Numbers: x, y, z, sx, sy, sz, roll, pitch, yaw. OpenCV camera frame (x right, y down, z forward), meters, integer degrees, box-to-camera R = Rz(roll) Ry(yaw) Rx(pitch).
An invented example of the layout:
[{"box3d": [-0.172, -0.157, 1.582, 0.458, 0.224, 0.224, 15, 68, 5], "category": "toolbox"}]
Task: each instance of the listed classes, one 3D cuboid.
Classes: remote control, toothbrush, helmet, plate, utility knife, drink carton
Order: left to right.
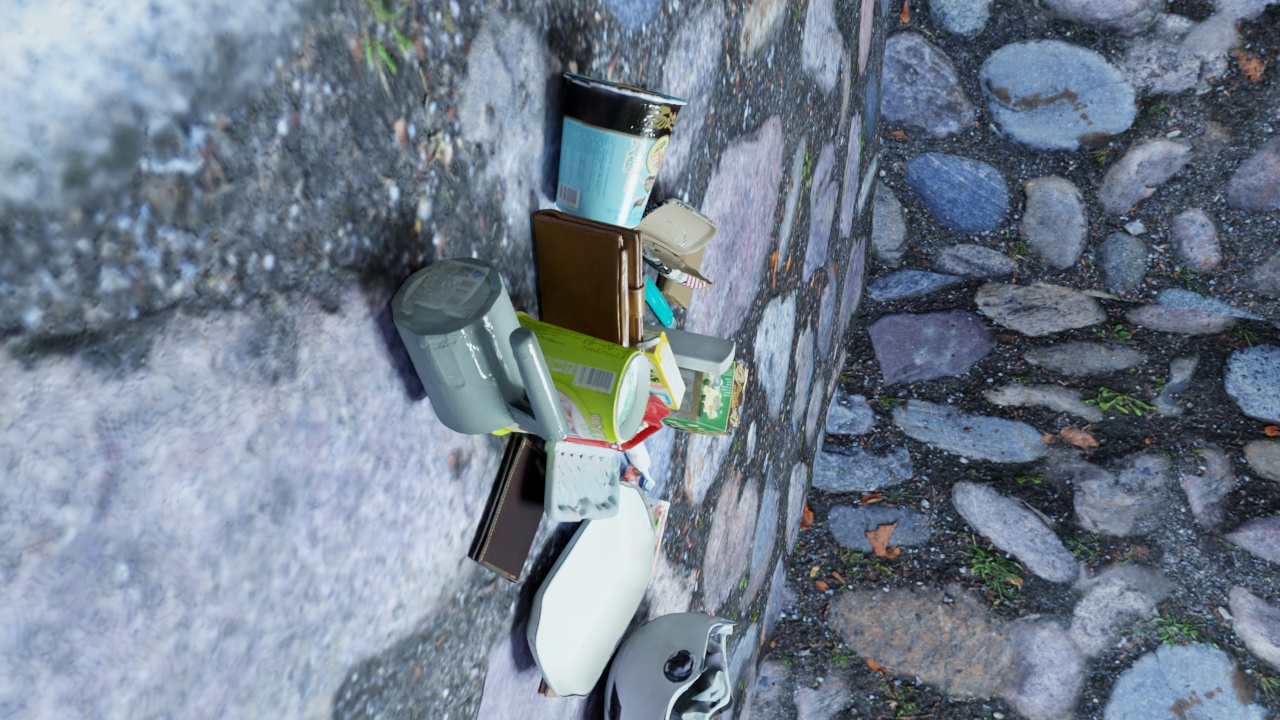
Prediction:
[{"box3d": [-0.055, 0.253, 1.038, 0.264, 0.034, 0.162, -54, 135, -46], "category": "plate"}, {"box3d": [-0.005, 0.118, 1.169, 0.026, 0.027, 0.221, -59, 156, -22], "category": "toothbrush"}, {"box3d": [0.004, 0.244, 1.236, 0.053, 0.045, 0.122, 41, 62, -70], "category": "drink carton"}, {"box3d": [0.022, -0.068, 1.161, 0.185, 0.013, 0.029, 49, 58, -66], "category": "utility knife"}, {"box3d": [0.027, 0.460, 1.271, 0.257, 0.146, 0.229, -48, 144, -43], "category": "helmet"}, {"box3d": [0.039, -0.015, 1.049, 0.056, 0.135, 0.019, -54, 150, -53], "category": "remote control"}]

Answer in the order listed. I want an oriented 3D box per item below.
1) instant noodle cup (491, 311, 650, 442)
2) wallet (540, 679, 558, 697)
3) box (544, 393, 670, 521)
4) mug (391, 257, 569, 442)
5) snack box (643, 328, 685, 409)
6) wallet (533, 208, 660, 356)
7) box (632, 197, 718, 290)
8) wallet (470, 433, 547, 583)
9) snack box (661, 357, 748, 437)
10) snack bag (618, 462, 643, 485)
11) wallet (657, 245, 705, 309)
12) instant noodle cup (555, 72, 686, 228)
[{"box3d": [-0.060, 0.022, 0.795, 0.111, 0.123, 0.111, 11, 89, -72], "category": "instant noodle cup"}, {"box3d": [-0.081, 0.340, 1.086, 0.101, 0.020, 0.115, 53, 52, -65], "category": "wallet"}, {"box3d": [-0.040, 0.091, 0.941, 0.157, 0.069, 0.201, -63, 161, 0], "category": "box"}, {"box3d": [-0.108, -0.003, 0.648, 0.083, 0.124, 0.103, -46, 144, -28], "category": "mug"}, {"box3d": [-0.006, 0.006, 1.004, 0.140, 0.087, 0.033, 62, 42, -61], "category": "snack box"}, {"box3d": [-0.041, -0.061, 0.815, 0.035, 0.119, 0.131, -46, 144, -48], "category": "wallet"}, {"box3d": [0.050, -0.139, 1.082, 0.086, 0.075, 0.162, -58, 152, 12], "category": "box"}, {"box3d": [-0.116, 0.141, 0.867, 0.096, 0.020, 0.122, 56, 49, -60], "category": "wallet"}, {"box3d": [0.066, 0.039, 1.227, 0.105, 0.118, 0.118, 12, 87, -59], "category": "snack box"}, {"box3d": [-0.023, 0.182, 1.150, 0.045, 0.026, 0.105, 63, 44, -66], "category": "snack bag"}, {"box3d": [0.056, -0.131, 1.199, 0.090, 0.033, 0.115, 30, 73, -68], "category": "wallet"}, {"box3d": [-0.025, -0.186, 0.824, 0.111, 0.111, 0.120, -32, 138, -65], "category": "instant noodle cup"}]
